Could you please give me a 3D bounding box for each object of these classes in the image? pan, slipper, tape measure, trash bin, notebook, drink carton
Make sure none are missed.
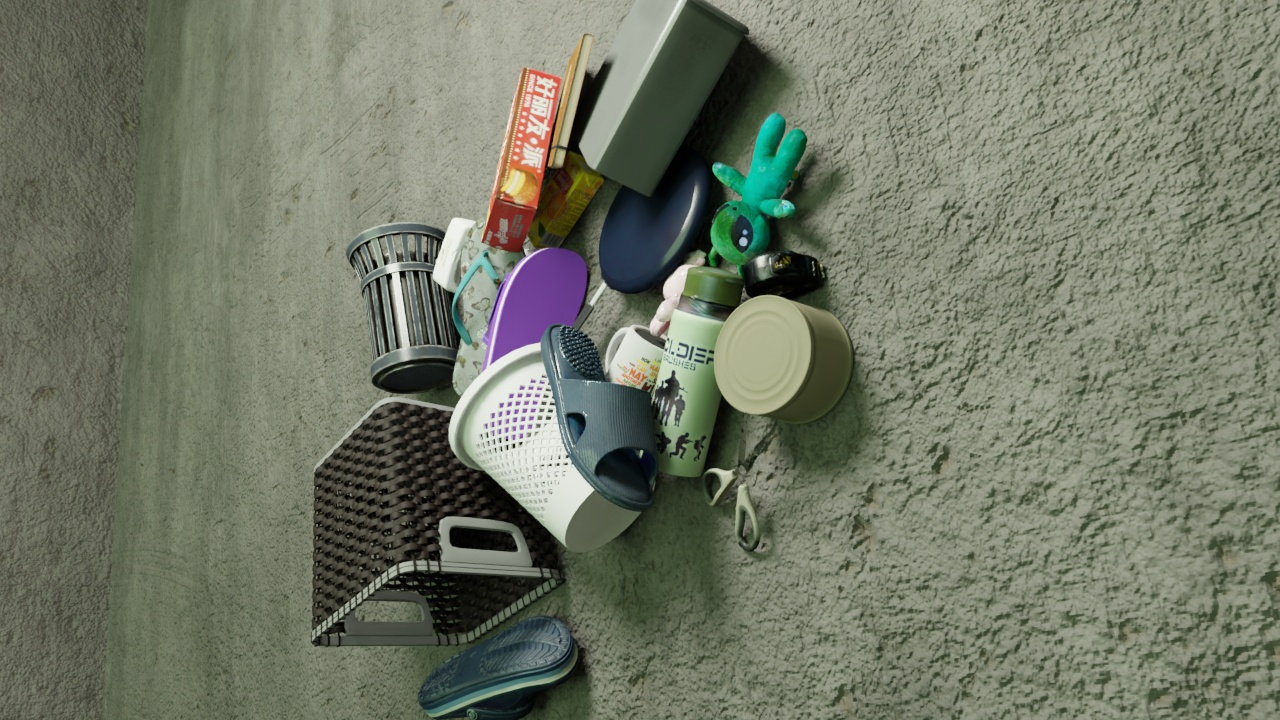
[{"bbox_3d":[-0.033,-0.117,1.164,0.357,0.021,0.198,-54,36,18],"label":"pan"},{"bbox_3d":[-0.040,0.042,1.014,0.083,0.101,0.263,-48,48,29],"label":"slipper"},{"bbox_3d":[0.147,-0.090,0.981,0.072,0.071,0.042,-21,70,47],"label":"tape measure"},{"bbox_3d":[-0.217,-0.067,1.301,0.098,0.054,0.269,8,100,5],"label":"slipper"},{"bbox_3d":[-0.096,0.115,1.115,0.199,0.195,0.196,43,112,31],"label":"trash bin"},{"bbox_3d":[0.014,-0.339,1.113,0.220,0.097,0.191,-58,26,21],"label":"trash bin"},{"bbox_3d":[-0.166,-0.029,1.252,0.084,0.107,0.266,11,82,58],"label":"slipper"},{"bbox_3d":[-0.103,-0.330,1.234,0.249,0.014,0.178,-127,51,-76],"label":"notebook"},{"bbox_3d":[-0.111,-0.222,1.290,0.135,0.043,0.058,-52,49,24],"label":"drink carton"},{"bbox_3d":[-0.362,-0.075,1.435,0.165,0.164,0.227,-29,65,38],"label":"trash bin"},{"bbox_3d":[-0.175,0.412,1.191,0.253,0.104,0.095,-25,105,25],"label":"slipper"}]

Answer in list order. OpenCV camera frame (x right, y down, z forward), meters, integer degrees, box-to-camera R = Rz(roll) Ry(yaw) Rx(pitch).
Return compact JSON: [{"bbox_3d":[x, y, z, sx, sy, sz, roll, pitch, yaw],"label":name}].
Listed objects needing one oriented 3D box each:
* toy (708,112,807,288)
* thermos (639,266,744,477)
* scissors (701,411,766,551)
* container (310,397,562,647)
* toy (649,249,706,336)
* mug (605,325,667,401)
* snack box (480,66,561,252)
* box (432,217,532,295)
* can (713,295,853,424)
[{"bbox_3d":[0.130,-0.174,1.022,0.130,0.072,0.194,49,125,41],"label":"toy"},{"bbox_3d":[0.063,0.011,1.029,0.082,0.082,0.231,21,100,46],"label":"thermos"},{"bbox_3d":[0.101,0.129,0.978,0.162,0.012,0.158,-1,104,63],"label":"scissors"},{"bbox_3d":[-0.288,0.222,1.236,0.246,0.247,0.243,-39,53,33],"label":"container"},{"bbox_3d":[0.048,-0.078,1.082,0.109,0.047,0.064,-55,6,-19],"label":"toy"},{"bbox_3d":[-0.007,0.007,1.112,0.105,0.073,0.090,42,111,42],"label":"mug"},{"bbox_3d":[-0.164,-0.278,1.273,0.113,0.060,0.235,126,154,-59],"label":"snack box"},{"bbox_3d":[-0.216,-0.131,1.348,0.137,0.128,0.108,39,111,52],"label":"box"},{"bbox_3d":[0.147,-0.001,0.957,0.128,0.073,0.127,-12,73,44],"label":"can"}]
